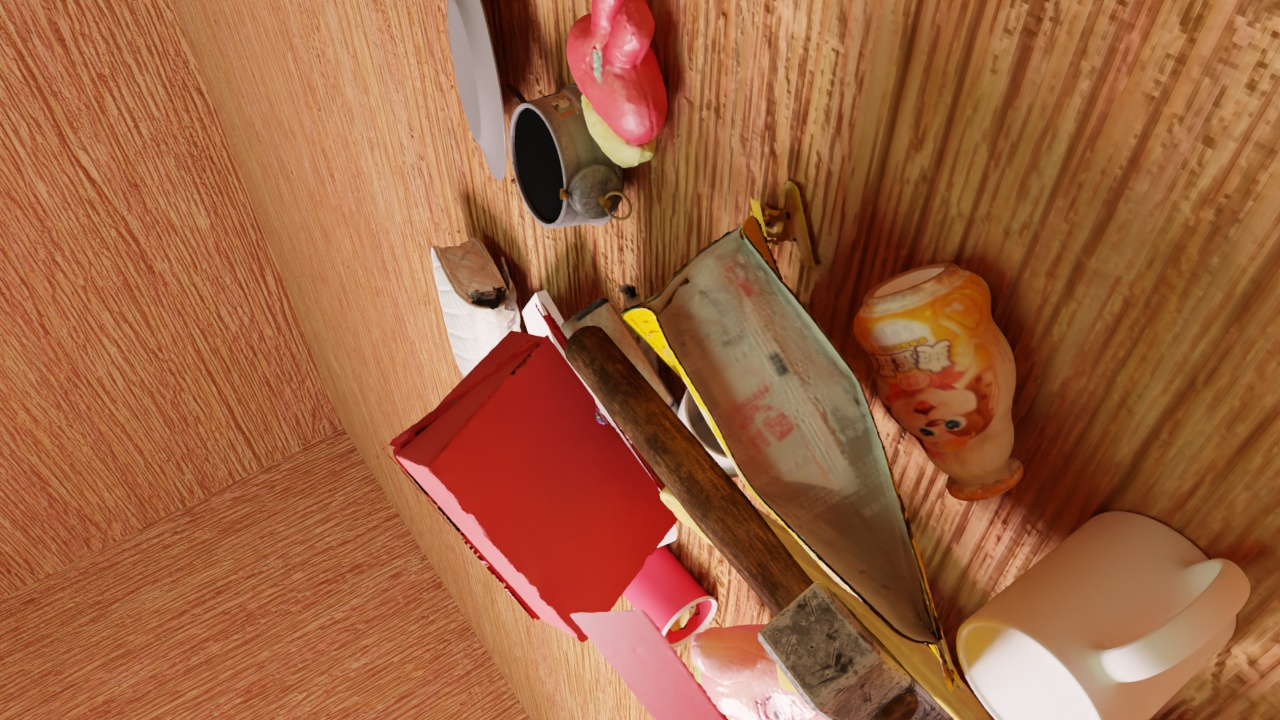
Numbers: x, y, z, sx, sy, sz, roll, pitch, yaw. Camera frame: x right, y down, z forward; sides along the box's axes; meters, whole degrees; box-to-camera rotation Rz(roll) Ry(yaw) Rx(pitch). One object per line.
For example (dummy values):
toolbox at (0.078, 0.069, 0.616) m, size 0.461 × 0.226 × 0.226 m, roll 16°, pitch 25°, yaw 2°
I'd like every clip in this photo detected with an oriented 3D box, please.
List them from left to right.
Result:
clip at (0.078, -0.076, 0.525) m, size 0.048 × 0.046 × 0.054 m, roll -5°, pitch 117°, yaw 29°

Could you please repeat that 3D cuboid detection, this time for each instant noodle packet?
instant noodle packet at (0.092, 0.061, 0.461) m, size 0.221 × 0.084 × 0.163 m, roll 60°, pitch -176°, yaw 23°

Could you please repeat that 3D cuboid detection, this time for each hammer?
hammer at (0.055, 0.092, 0.528) m, size 0.300 × 0.037 × 0.217 m, roll 49°, pitch -179°, yaw 40°

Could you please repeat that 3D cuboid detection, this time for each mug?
mug at (0.057, 0.031, 0.646) m, size 0.089 × 0.071 × 0.107 m, roll 105°, pitch 160°, yaw -68°
mug at (0.203, 0.114, 0.388) m, size 0.073 × 0.090 × 0.111 m, roll 56°, pitch 157°, yaw 14°

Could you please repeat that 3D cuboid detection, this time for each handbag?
handbag at (-0.167, -0.033, 1.009) m, size 0.138 × 0.072 × 0.195 m, roll 56°, pitch 159°, yaw 37°

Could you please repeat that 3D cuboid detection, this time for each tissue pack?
tissue pack at (-0.004, 0.004, 0.694) m, size 0.104 × 0.071 × 0.181 m, roll 59°, pitch -177°, yaw 10°

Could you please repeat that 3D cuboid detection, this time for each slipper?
slipper at (0.108, 0.173, 0.601) m, size 0.263 × 0.078 × 0.099 m, roll 38°, pitch 166°, yaw 22°

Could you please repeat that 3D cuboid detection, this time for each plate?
plate at (-0.136, -0.233, 0.737) m, size 0.178 × 0.012 × 0.178 m, roll 166°, pitch 90°, yaw -75°

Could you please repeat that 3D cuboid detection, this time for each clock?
clock at (-0.048, -0.140, 0.667) m, size 0.148 × 0.056 × 0.104 m, roll 46°, pitch 144°, yaw 42°

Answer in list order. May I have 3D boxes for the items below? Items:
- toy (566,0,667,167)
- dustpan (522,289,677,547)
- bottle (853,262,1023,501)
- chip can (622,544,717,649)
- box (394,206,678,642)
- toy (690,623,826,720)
toy at (-0.014, -0.177, 0.566) m, size 0.091 × 0.045 × 0.135 m, roll 54°, pitch 160°, yaw 25°
dustpan at (-0.038, 0.059, 0.873) m, size 0.192 × 0.053 × 0.257 m, roll 170°, pitch 80°, yaw -79°
bottle at (0.144, 0.011, 0.430) m, size 0.063 × 0.063 × 0.108 m, roll -3°, pitch 114°, yaw 65°
chip can at (-0.015, 0.197, 0.964) m, size 0.220 × 0.069 × 0.069 m, roll 44°, pitch 152°, yaw 36°
box at (-0.095, 0.034, 0.780) m, size 0.213 × 0.148 × 0.374 m, roll 58°, pitch -175°, yaw -34°
toy at (0.122, 0.262, 0.725) m, size 0.192 × 0.096 × 0.237 m, roll 39°, pitch 150°, yaw -11°
